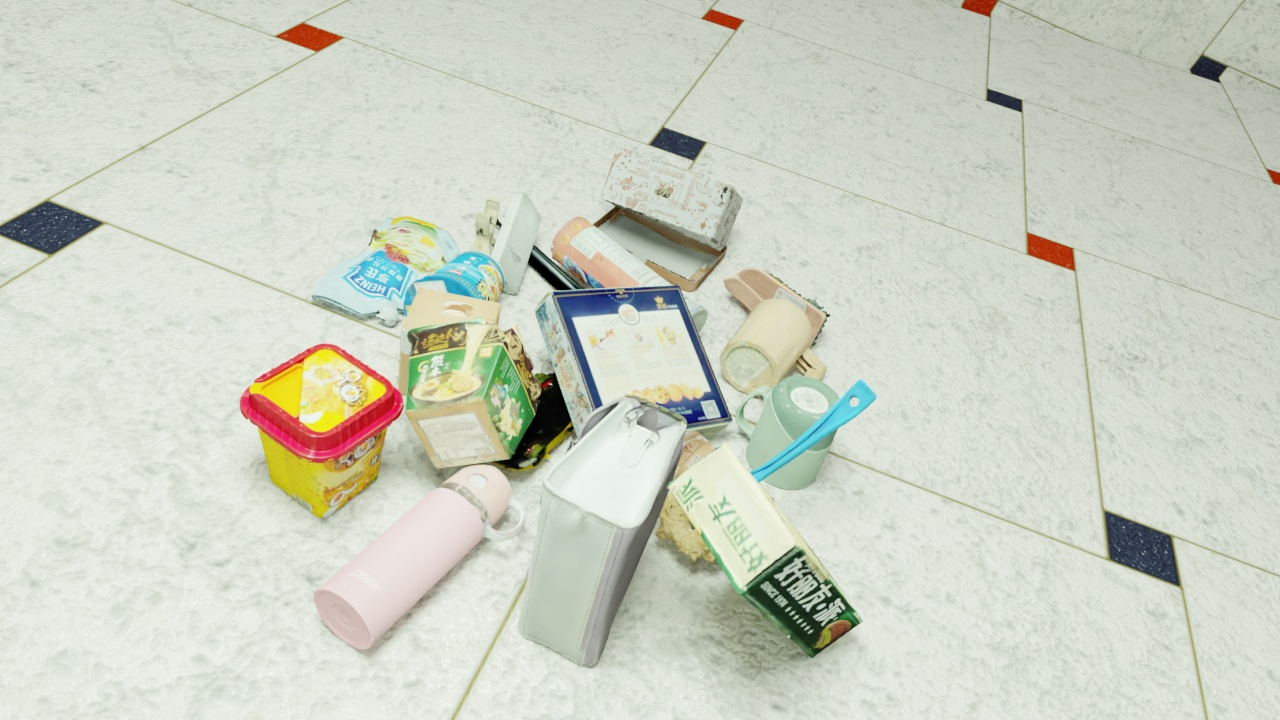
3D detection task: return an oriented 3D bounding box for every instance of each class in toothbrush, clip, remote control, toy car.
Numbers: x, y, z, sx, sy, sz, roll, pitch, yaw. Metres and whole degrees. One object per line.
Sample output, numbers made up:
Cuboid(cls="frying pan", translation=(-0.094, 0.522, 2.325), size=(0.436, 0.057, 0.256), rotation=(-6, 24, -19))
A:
Cuboid(cls="toothbrush", translation=(-0.146, -0.142, 1.224), size=(0.027, 0.026, 0.212), rotation=(-25, 54, -36))
Cuboid(cls="clip", translation=(-0.197, -0.159, 1.171), size=(0.034, 0.104, 0.076), rotation=(16, 29, 4))
Cuboid(cls="remote control", translation=(-0.162, -0.153, 1.184), size=(0.019, 0.056, 0.134), rotation=(-5, 53, 24))
Cuboid(cls="toy car", translation=(-0.111, 0.067, 0.980), size=(0.071, 0.041, 0.155), rotation=(28, 42, 15))

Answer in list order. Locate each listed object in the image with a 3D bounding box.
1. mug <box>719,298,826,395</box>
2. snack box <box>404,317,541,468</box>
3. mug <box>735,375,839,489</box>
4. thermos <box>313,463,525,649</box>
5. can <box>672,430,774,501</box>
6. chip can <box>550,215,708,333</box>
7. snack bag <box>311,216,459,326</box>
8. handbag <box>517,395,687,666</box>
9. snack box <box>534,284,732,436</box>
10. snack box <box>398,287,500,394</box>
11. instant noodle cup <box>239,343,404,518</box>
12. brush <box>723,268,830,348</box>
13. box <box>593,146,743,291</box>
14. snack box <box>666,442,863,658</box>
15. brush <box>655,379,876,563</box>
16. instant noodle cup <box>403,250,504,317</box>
Cuboid(cls="mug", translation=(0.168, -0.002, 1.134), size=(0.124, 0.084, 0.103), rotation=(48, 45, -4))
Cuboid(cls="snack box", translation=(-0.168, 0.038, 0.883), size=(0.118, 0.118, 0.105), rotation=(-9, 37, 13))
Cuboid(cls="mug", translation=(0.159, 0.070, 1.015), size=(0.112, 0.107, 0.082), rotation=(31, 43, 19))
Cuboid(cls="thermos", translation=(-0.186, 0.171, 0.817), size=(0.087, 0.067, 0.198), rotation=(34, 42, 14))
Cuboid(cls="can", translation=(0.079, 0.129, 0.957), size=(0.058, 0.059, 0.116), rotation=(-27, 56, -39))
Cuboid(cls="chip can", translation=(-0.017, -0.098, 1.167), size=(0.215, 0.071, 0.071), rotation=(39, 45, 20))
Cuboid(cls="snack bag", translation=(-0.308, -0.113, 1.131), size=(0.110, 0.039, 0.190), rotation=(29, 41, -2))
Cuboid(cls="handbag", translation=(-0.036, 0.144, 0.794), size=(0.098, 0.197, 0.144), rotation=(26, 40, 13))
Cuboid(cls="snack box", translation=(-0.006, 0.006, 1.016), size=(0.177, 0.046, 0.182), rotation=(-6, 66, -36))
Cuboid(cls="snack box", translation=(-0.208, -0.014, 1.001), size=(0.093, 0.095, 0.076), rotation=(11, 39, -5))
Cuboid(cls="instant noodle cup", translation=(-0.294, 0.069, 0.853), size=(0.116, 0.124, 0.115), rotation=(30, 42, 18))
Cuboid(cls="brush", translation=(0.177, -0.074, 1.222), size=(0.072, 0.063, 0.145), rotation=(-15, 47, -46))
Cuboid(cls="box", translation=(0.030, -0.191, 1.299), size=(0.181, 0.158, 0.148), rotation=(22, 4, 14))
Cuboid(cls="snack box", translation=(0.114, 0.171, 0.795), size=(0.063, 0.240, 0.114), rotation=(-37, 54, 2))
Cuboid(cls="brush", translation=(0.122, 0.106, 0.894), size=(0.255, 0.046, 0.083), rotation=(-38, 61, 4))
Cuboid(cls="instant noodle cup", translation=(-0.210, -0.077, 1.083), size=(0.099, 0.099, 0.109), rotation=(19, 31, 4))
